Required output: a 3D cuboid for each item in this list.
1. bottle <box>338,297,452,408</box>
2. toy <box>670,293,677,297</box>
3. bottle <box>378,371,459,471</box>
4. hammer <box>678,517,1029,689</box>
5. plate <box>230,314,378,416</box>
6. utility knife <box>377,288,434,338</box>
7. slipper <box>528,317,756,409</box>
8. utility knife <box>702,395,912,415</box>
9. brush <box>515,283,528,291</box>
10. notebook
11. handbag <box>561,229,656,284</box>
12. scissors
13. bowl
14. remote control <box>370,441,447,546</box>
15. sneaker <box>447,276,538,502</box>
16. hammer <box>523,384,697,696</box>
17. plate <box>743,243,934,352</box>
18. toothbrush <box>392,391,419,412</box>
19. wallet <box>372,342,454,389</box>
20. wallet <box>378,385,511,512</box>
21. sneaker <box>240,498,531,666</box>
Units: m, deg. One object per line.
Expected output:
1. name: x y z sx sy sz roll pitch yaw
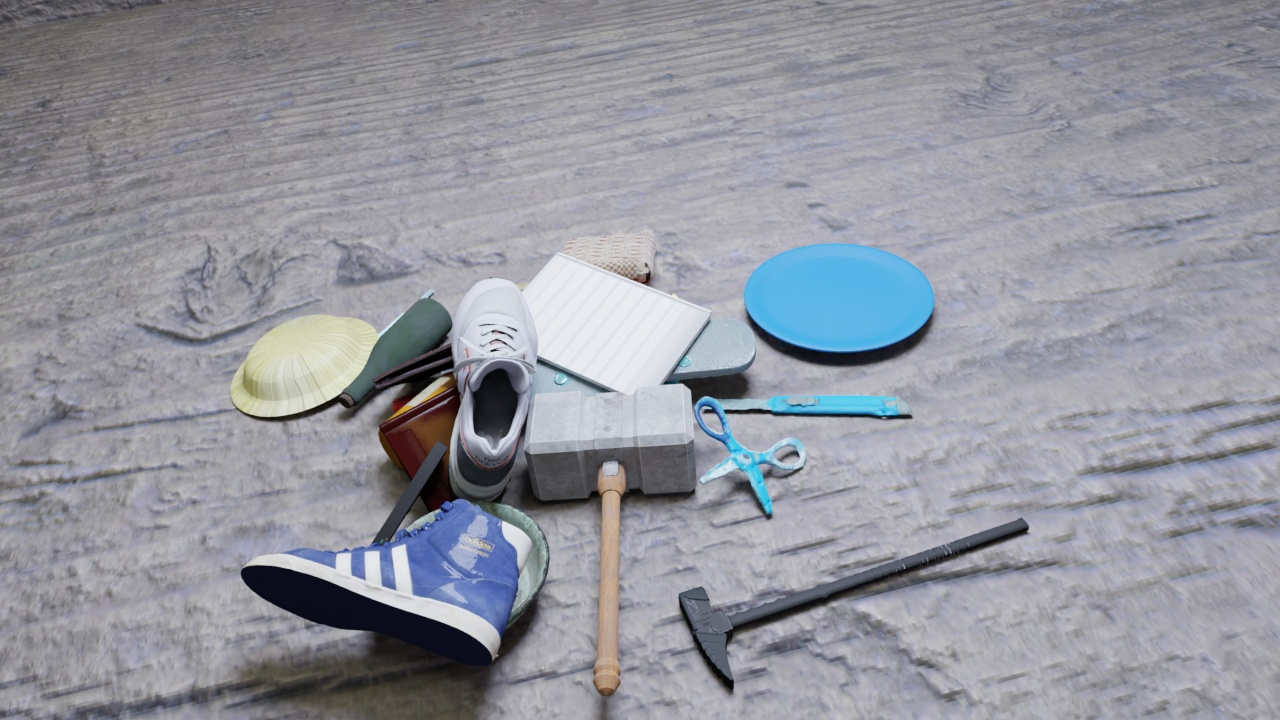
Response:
1. bottle: -0.294 -0.005 1.087 0.055 0.055 0.173 14 45 24
2. toy: 0.009 -0.047 1.091 0.137 0.067 0.105 29 55 28
3. bottle: -0.205 0.051 0.994 0.068 0.068 0.156 20 46 29
4. hammer: 0.200 0.195 0.803 0.324 0.015 0.095 -15 40 -11
5. plate: -0.413 -0.009 1.109 0.184 0.036 0.184 -9 39 7
6. utility knife: -0.310 -0.046 1.175 0.022 0.015 0.165 5 37 24
7. slipper: -0.006 0.006 1.018 0.269 0.055 0.098 -12 55 -3
8. utility knife: 0.177 0.048 0.987 0.222 0.015 0.031 -2 35 8
9. brush: -0.110 -0.049 1.113 0.059 0.043 0.195 -27 36 -28
10. notebook: -0.046 -0.041 1.021 0.210 0.009 0.142 23 57 23
11. handbag: -0.043 -0.126 1.177 0.124 0.047 0.185 -3 19 4
12. scissors: 0.102 0.088 0.908 0.133 0.011 0.139 -22 69 -34
13. bowl: -0.158 0.198 0.830 0.157 0.039 0.157 -4 39 3
14. remote control: -0.228 0.144 0.870 0.013 0.034 0.149 32 69 -5
15. sneaker: -0.138 0.015 0.891 0.088 0.124 0.239 6 72 -15
16. hammer: -0.027 0.156 0.827 0.163 0.083 0.316 -4 39 3
17. plate: 0.239 -0.073 1.116 0.224 0.024 0.223 -4 39 3
18. toothbrush: -0.185 0.021 1.072 0.212 0.012 0.018 -17 40 -13
19. wallet: -0.227 0.002 1.030 0.120 0.031 0.099 -22 0 13
20. wallet: -0.194 0.093 0.924 0.091 0.018 0.115 -30 86 -25
21. sneaker: -0.205 0.163 0.773 0.233 0.091 0.118 9 46 18
